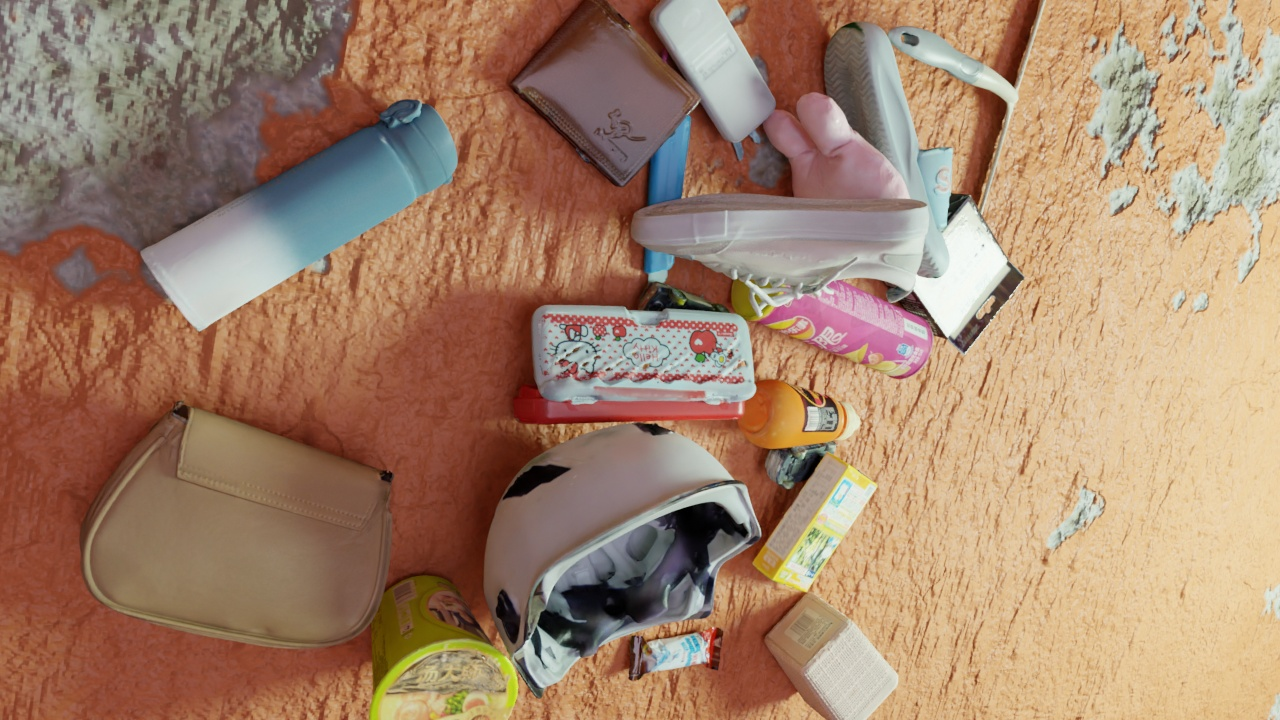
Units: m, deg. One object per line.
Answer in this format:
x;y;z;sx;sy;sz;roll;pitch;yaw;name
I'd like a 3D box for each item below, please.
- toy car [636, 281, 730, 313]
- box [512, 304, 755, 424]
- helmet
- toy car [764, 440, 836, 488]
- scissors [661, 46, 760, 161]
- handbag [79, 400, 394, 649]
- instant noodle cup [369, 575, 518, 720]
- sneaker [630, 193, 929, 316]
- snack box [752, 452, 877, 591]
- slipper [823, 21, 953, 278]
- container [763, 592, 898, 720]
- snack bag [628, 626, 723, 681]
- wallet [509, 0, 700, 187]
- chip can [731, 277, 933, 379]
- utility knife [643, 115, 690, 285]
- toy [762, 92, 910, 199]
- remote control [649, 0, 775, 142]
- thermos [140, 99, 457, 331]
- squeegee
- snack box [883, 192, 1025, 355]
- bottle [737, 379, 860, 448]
0.041;-0.043;0.820;0.090;0.035;0.042;18;123;-31;toy car
-0.004;0.003;0.787;0.201;0.095;0.101;1;88;-25;box
-0.031;0.139;0.756;0.228;0.146;0.259;-21;144;-24;helmet
0.164;0.101;0.935;0.090;0.034;0.043;-6;117;-41;toy car
0.062;-0.227;0.794;0.083;0.017;0.138;-33;121;-17;scissors
-0.283;0.123;0.665;0.204;0.100;0.147;26;84;-32;handbag
-0.169;0.239;0.740;0.111;0.123;0.112;-8;111;-21;instant noodle cup
0.113;-0.088;0.764;0.242;0.089;0.091;1;109;3;sneaker
0.182;0.169;0.948;0.087;0.034;0.140;31;91;-51;snack box
0.236;-0.193;0.849;0.074;0.104;0.245;-25;108;-15;slipper
0.203;0.324;0.993;0.090;0.090;0.111;-42;117;-12;container
0.036;0.296;0.929;0.104;0.026;0.048;5;91;-30;snack bag
-0.027;-0.213;0.732;0.124;0.032;0.101;40;88;-21;wallet
0.188;-0.042;0.885;0.210;0.071;0.071;19;95;-32;chip can
0.020;-0.140;0.795;0.034;0.018;0.159;1;106;-16;utility knife
0.174;-0.164;0.815;0.054;0.121;0.159;-44;111;-25;toy
0.061;-0.248;0.763;0.056;0.020;0.136;-42;122;-2;remote control
-0.230;-0.106;0.641;0.220;0.070;0.070;-36;118;-15;thermos
0.315;-0.272;0.872;0.246;0.039;0.246;6;102;-43;squeegee
0.323;-0.090;0.954;0.113;0.053;0.125;-49;122;-8;snack box
0.165;0.056;0.910;0.149;0.067;0.067;7;101;-37;bottle
